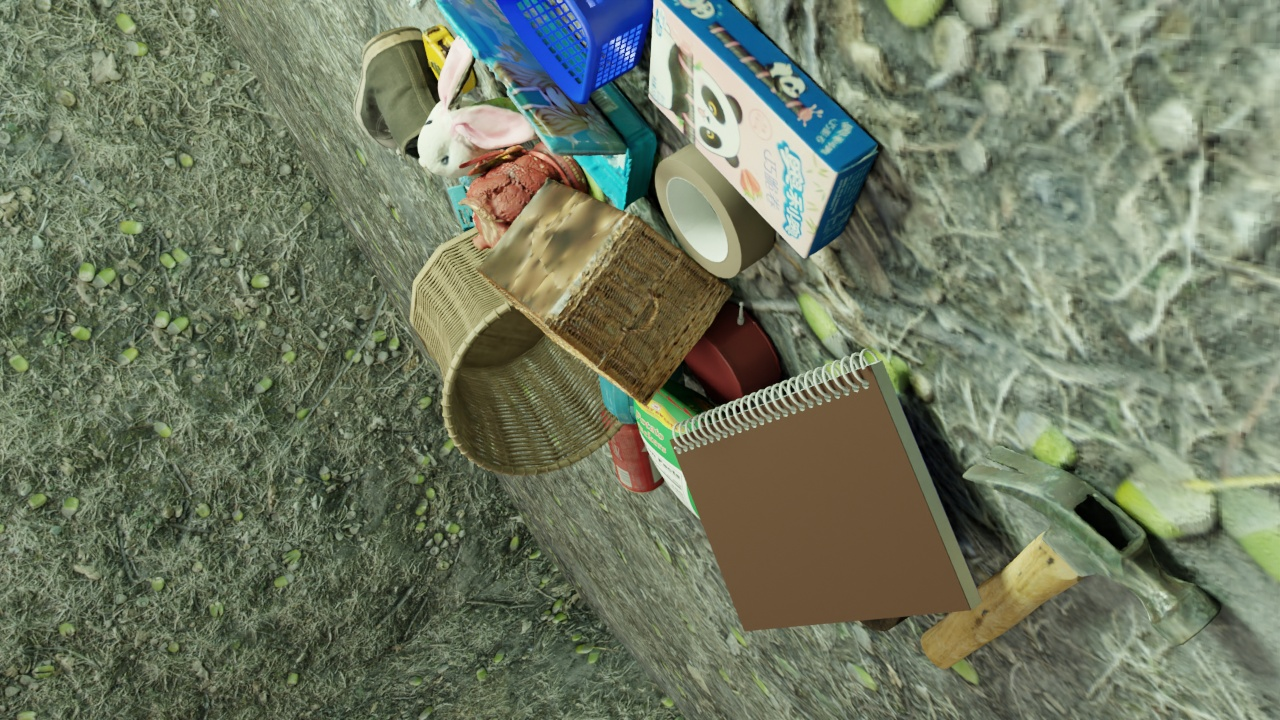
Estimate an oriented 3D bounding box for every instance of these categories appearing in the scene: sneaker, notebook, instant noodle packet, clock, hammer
[{"bbox_3d":[-0.270,-0.280,1.082,0.120,0.095,0.235,65,155,2],"label":"sneaker"},{"bbox_3d":[0.115,0.101,0.649,0.210,0.022,0.171,-27,83,50],"label":"notebook"},{"bbox_3d":[0.085,0.109,0.831,0.195,0.090,0.253,36,166,37],"label":"instant noodle packet"},{"bbox_3d":[0.076,0.005,0.751,0.087,0.044,0.124,28,148,58],"label":"clock"},{"bbox_3d":[0.240,0.159,0.613,0.132,0.033,0.331,47,162,22],"label":"hammer"}]

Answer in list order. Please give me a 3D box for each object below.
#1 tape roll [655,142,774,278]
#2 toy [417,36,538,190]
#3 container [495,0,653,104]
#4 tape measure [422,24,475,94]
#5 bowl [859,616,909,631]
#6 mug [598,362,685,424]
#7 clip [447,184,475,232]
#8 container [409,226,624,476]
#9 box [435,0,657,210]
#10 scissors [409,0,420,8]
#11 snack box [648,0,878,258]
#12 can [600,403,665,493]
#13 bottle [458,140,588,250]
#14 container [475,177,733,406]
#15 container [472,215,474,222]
[{"bbox_3d":[0.050,-0.104,0.635,0.093,0.030,0.094,49,163,21],"label":"tape roll"},{"bbox_3d":[-0.182,-0.223,0.936,0.131,0.105,0.206,57,162,6],"label":"toy"},{"bbox_3d":[-0.044,-0.237,0.594,0.114,0.058,0.096,53,164,8],"label":"container"},{"bbox_3d":[-0.198,-0.303,0.953,0.059,0.030,0.068,53,164,17],"label":"tape measure"},{"bbox_3d":[0.177,0.131,0.678,0.121,0.056,0.121,162,90,-72],"label":"bowl"},{"bbox_3d":[-0.005,0.005,0.879,0.084,0.111,0.104,4,133,13],"label":"mug"},{"bbox_3d":[-0.207,-0.158,1.128,0.113,0.028,0.127,-65,-36,-61],"label":"clip"},{"bbox_3d":[-0.131,-0.022,0.997,0.196,0.226,0.227,48,164,47],"label":"container"},{"bbox_3d":[-0.079,-0.228,0.688,0.227,0.074,0.180,52,-172,12],"label":"box"},{"bbox_3d":[-0.214,-0.376,0.891,0.072,0.033,0.176,57,161,-19],"label":"scissors"},{"bbox_3d":[0.064,-0.139,0.528,0.154,0.033,0.088,50,164,18],"label":"snack box"},{"bbox_3d":[-0.006,0.097,1.118,0.067,0.067,0.170,45,161,32],"label":"can"},{"bbox_3d":[-0.116,-0.154,0.854,0.099,0.111,0.099,42,159,20],"label":"bottle"},{"bbox_3d":[-0.037,-0.063,0.749,0.112,0.113,0.198,39,177,-32],"label":"container"},{"bbox_3d":[-0.146,-0.125,1.113,0.081,0.049,0.129,40,157,43],"label":"container"}]
